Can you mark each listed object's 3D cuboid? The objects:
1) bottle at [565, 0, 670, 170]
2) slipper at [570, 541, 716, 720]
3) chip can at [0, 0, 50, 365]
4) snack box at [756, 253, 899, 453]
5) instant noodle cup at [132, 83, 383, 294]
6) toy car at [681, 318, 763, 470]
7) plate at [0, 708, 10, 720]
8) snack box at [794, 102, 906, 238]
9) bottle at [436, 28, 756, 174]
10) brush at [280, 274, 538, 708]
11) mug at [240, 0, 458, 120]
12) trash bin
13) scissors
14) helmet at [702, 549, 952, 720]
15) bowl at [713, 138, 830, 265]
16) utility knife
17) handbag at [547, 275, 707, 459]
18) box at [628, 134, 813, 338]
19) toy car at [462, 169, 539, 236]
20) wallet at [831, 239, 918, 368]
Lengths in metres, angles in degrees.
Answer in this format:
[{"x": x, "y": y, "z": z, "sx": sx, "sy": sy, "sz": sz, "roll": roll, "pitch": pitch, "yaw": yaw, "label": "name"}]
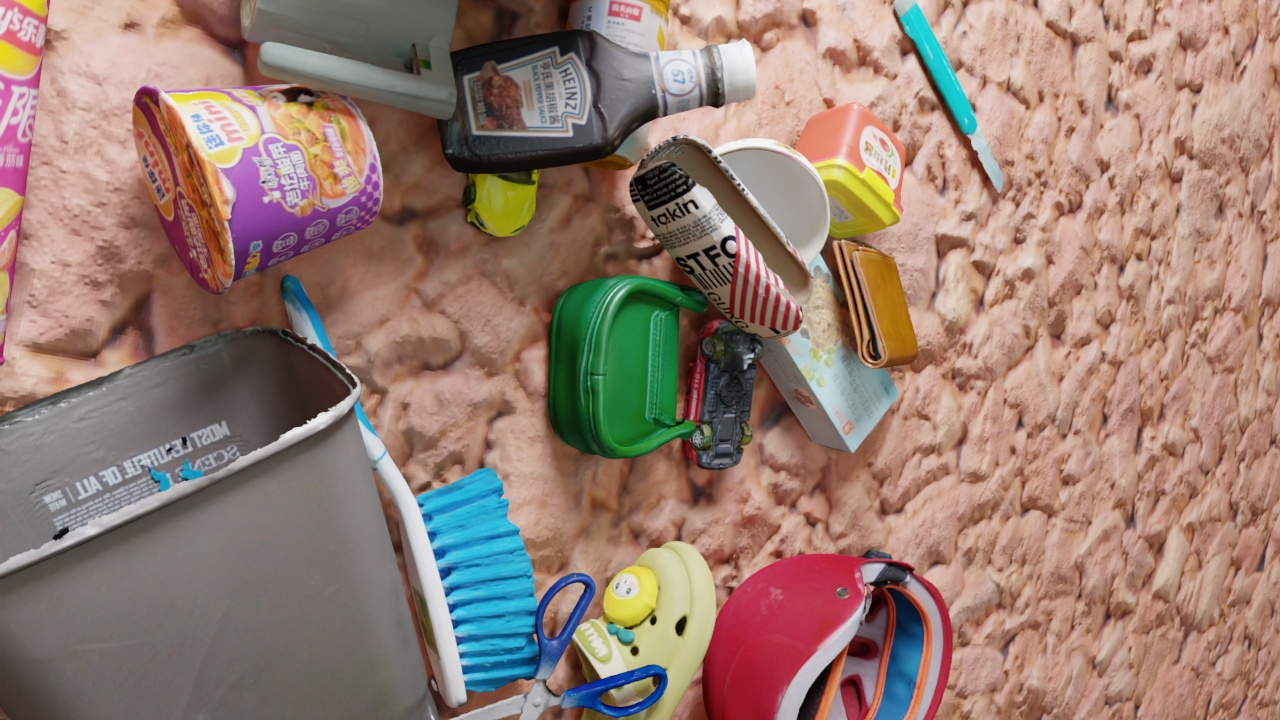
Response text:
[{"x": -0.015, "y": -0.227, "z": 0.621, "sx": 0.068, "sy": 0.068, "sz": 0.189, "roll": 9, "pitch": 92, "yaw": -34, "label": "bottle"}, {"x": -0.011, "y": 0.224, "z": 0.684, "sx": 0.081, "sy": 0.092, "sz": 0.190, "roll": 24, "pitch": 88, "yaw": -31, "label": "slipper"}, {"x": -0.330, "y": -0.104, "z": 0.435, "sx": 0.071, "sy": 0.071, "sz": 0.210, "roll": 8, "pitch": 93, "yaw": -34, "label": "chip can"}, {"x": 0.146, "y": -0.008, "z": 0.769, "sx": 0.074, "sy": 0.052, "sz": 0.175, "roll": -47, "pitch": 118, "yaw": -19, "label": "snack box"}, {"x": -0.204, "y": -0.101, "z": 0.502, "sx": 0.099, "sy": 0.112, "sz": 0.111, "roll": -24, "pitch": 110, "yaw": -37, "label": "instant noodle cup"}, {"x": 0.061, "y": 0.025, "z": 0.723, "sx": 0.052, "sy": 0.045, "sz": 0.120, "roll": 3, "pitch": 101, "yaw": -35, "label": "toy car"}, {"x": -0.290, "y": 0.230, "z": 0.459, "sx": 0.034, "sy": 0.164, "sz": 0.164, "roll": -36, "pitch": 116, "yaw": -30, "label": "plate"}, {"x": 0.167, "y": -0.155, "z": 0.749, "sx": 0.091, "sy": 0.082, "sz": 0.080, "roll": 32, "pitch": 66, "yaw": -33, "label": "snack box"}, {"x": -0.027, "y": -0.165, "z": 0.567, "sx": 0.195, "sy": 0.044, "sz": 0.080, "roll": -9, "pitch": 86, "yaw": 0, "label": "bottle"}, {"x": -0.142, "y": 0.088, "z": 0.601, "sx": 0.109, "sy": 0.061, "sz": 0.314, "roll": -16, "pitch": 103, "yaw": -26, "label": "brush"}, {"x": -0.161, "y": -0.192, "z": 0.509, "sx": 0.103, "sy": 0.084, "sz": 0.123, "roll": 5, "pitch": 55, "yaw": -31, "label": "mug"}, {"x": -0.224, "y": 0.124, "z": 0.478, "sx": 0.198, "sy": 0.199, "sz": 0.220, "roll": -27, "pitch": 118, "yaw": -28, "label": "trash bin"}, {"x": -0.059, "y": 0.221, "z": 0.622, "sx": 0.175, "sy": 0.012, "sz": 0.162, "roll": 4, "pitch": 101, "yaw": -19, "label": "scissors"}, {"x": 0.145, "y": 0.251, "z": 0.759, "sx": 0.239, "sy": 0.144, "sz": 0.207, "roll": 4, "pitch": 95, "yaw": -47, "label": "helmet"}, {"x": 0.086, "y": -0.119, "z": 0.695, "sx": 0.113, "sy": 0.114, "sz": 0.062, "roll": 57, "pitch": 26, "yaw": -26, "label": "bowl"}, {"x": 0.289, "y": -0.242, "z": 0.848, "sx": 0.029, "sy": 0.013, "sz": 0.221, "roll": -50, "pitch": 117, "yaw": -19, "label": "utility knife"}, {"x": -0.004, "y": 0.004, "z": 0.664, "sx": 0.120, "sy": 0.068, "sz": 0.131, "roll": -4, "pitch": 99, "yaw": -38, "label": "handbag"}, {"x": 0.061, "y": -0.090, "z": 0.659, "sx": 0.163, "sy": 0.075, "sz": 0.081, "roll": 44, "pitch": 54, "yaw": -20, "label": "box"}, {"x": -0.087, "y": -0.135, "z": 0.611, "sx": 0.048, "sy": 0.032, "sz": 0.105, "roll": 5, "pitch": 96, "yaw": -34, "label": "toy car"}, {"x": 0.197, "y": -0.053, "z": 0.762, "sx": 0.130, "sy": 0.035, "sz": 0.119, "roll": -3, "pitch": 75, "yaw": -62, "label": "wallet"}]
